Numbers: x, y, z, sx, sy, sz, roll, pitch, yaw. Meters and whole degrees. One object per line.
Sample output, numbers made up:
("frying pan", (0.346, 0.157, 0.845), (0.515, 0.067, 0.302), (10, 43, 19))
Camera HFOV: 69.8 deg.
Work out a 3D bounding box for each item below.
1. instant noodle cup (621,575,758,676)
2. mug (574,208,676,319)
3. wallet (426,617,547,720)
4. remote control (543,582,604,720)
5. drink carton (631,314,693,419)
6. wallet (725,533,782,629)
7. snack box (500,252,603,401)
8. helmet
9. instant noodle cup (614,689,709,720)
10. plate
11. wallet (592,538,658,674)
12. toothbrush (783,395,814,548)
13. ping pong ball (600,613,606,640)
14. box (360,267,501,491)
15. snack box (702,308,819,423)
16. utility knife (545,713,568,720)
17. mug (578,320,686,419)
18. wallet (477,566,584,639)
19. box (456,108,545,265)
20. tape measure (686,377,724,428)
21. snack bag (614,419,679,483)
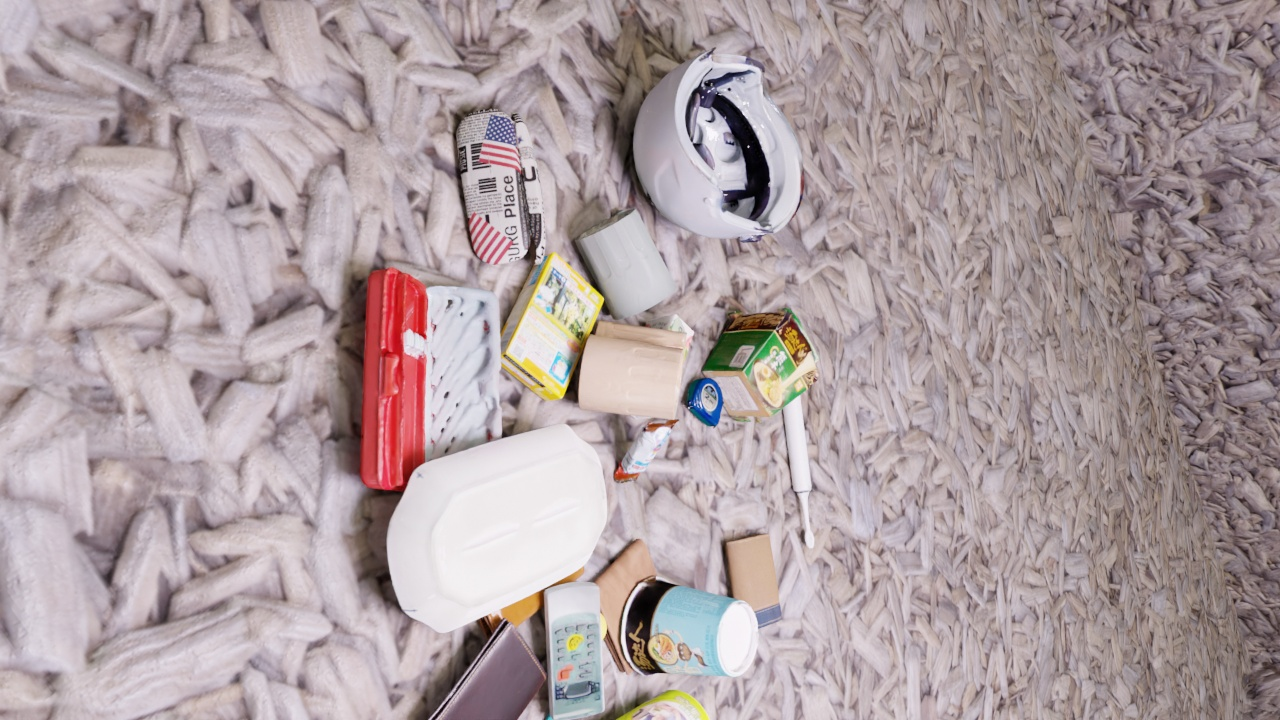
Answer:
("instant noodle cup", (0.059, 0.295, 1.000), (0.111, 0.121, 0.111), (8, 80, -50))
("mug", (-0.014, -0.118, 1.070), (0.103, 0.084, 0.123), (62, 19, -15))
("wallet", (-0.143, 0.320, 0.865), (0.122, 0.020, 0.096), (-51, 131, -36))
("remote control", (-0.067, 0.293, 0.927), (0.056, 0.019, 0.135), (-3, 93, -21))
("drink carton", (0.019, 0.010, 1.087), (0.045, 0.054, 0.122), (39, 57, -34))
("wallet", (0.144, 0.284, 1.177), (0.090, 0.033, 0.115), (0, 81, -48))
("snack box", (-0.098, -0.037, 0.992), (0.087, 0.034, 0.140), (41, 57, -32))
("helmet", (0.084, -0.251, 1.140), (0.258, 0.146, 0.229), (0, 83, -54))
("instant noodle cup", (0.015, 0.412, 0.970), (0.123, 0.112, 0.111), (-15, 93, -54))
("plate", (-0.118, 0.155, 0.872), (0.265, 0.034, 0.162), (-12, 100, -48))
("wallet", (-0.009, 0.276, 1.030), (0.101, 0.020, 0.115), (-36, 111, -44))
("toothbrush", (0.224, 0.152, 1.287), (0.026, 0.027, 0.221), (19, 64, -79))
("ping pong ball", (-0.056, 0.281, 0.964), (0.040, 0.040, 0.040), (11, 74, -44))
("box", (-0.198, 0.022, 0.860), (0.157, 0.069, 0.201), (11, 74, -50))
("snack box", (0.151, 0.009, 1.188), (0.105, 0.118, 0.117), (-46, 115, -29))
("utility knife", (-0.091, 0.384, 0.927), (0.029, 0.013, 0.184), (46, 53, -26))
("mug", (-0.006, 0.006, 1.013), (0.124, 0.103, 0.084), (-76, 172, -47))
("wallet", (-0.122, 0.197, 0.923), (0.130, 0.035, 0.119), (-30, 110, -44))
("box", (-0.147, -0.180, 0.967), (0.086, 0.075, 0.162), (-6, 90, -15))
("tape measure", (0.081, 0.050, 1.163), (0.058, 0.025, 0.054), (43, 52, -36))
("snack bag", (0.005, 0.100, 1.034), (0.045, 0.106, 0.026), (-2, 49, -34))
